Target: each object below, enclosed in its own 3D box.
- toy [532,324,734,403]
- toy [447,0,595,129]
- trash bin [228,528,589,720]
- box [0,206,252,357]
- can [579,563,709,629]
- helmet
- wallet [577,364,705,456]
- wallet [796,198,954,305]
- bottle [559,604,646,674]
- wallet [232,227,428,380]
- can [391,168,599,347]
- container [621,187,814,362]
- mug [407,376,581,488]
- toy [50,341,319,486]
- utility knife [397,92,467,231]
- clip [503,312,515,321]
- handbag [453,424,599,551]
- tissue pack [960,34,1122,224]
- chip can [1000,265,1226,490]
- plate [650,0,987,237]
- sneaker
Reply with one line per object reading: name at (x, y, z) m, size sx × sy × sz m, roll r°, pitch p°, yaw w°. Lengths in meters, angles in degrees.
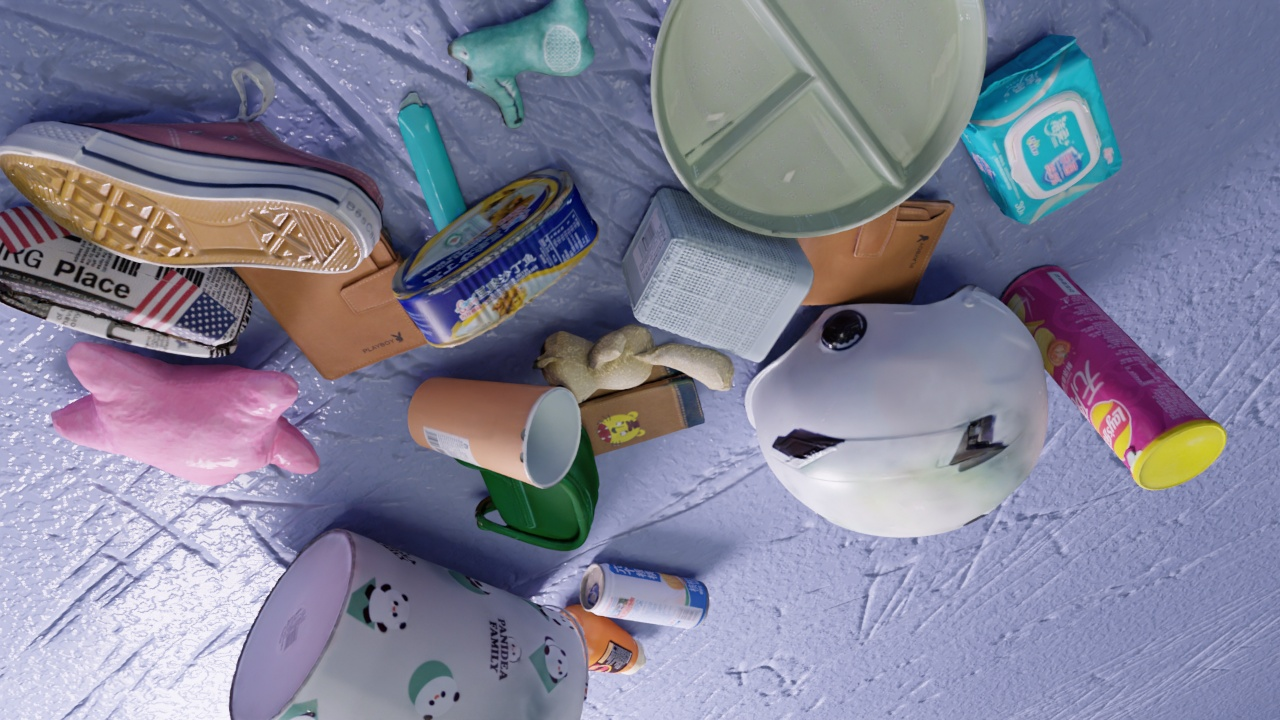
toy at (-0.004, 0.004, 0.727) m, size 0.157 × 0.105 × 0.066 m, roll 2°, pitch 94°, yaw 10°
toy at (-0.074, -0.193, 0.586) m, size 0.092 × 0.030 × 0.096 m, roll -12°, pitch 140°, yaw 2°
trash bin at (-0.215, 0.290, 0.853) m, size 0.230 × 0.229 × 0.252 m, roll -41°, pitch 122°, yaw 20°
box at (-0.344, -0.053, 0.610) m, size 0.163 × 0.075 × 0.082 m, roll 22°, pitch 110°, yaw -28°
can at (0.005, 0.252, 0.980) m, size 0.134 × 0.053 × 0.053 m, roll 17°, pitch 124°, yaw -28°
helmet at (0.224, 0.070, 0.788) m, size 0.259 × 0.145 × 0.229 m, roll -14°, pitch 136°, yaw 14°
wallet at (-0.007, 0.039, 0.806) m, size 0.115 × 0.033 × 0.090 m, roll -17°, pitch 134°, yaw 4°
wallet at (0.176, -0.094, 0.741) m, size 0.130 × 0.035 × 0.119 m, roll -1°, pitch 136°, yaw -15°
bottle at (-0.040, 0.321, 1.028) m, size 0.067 × 0.066 × 0.149 m, roll -35°, pitch 137°, yaw 15°
wallet at (-0.218, -0.049, 0.672) m, size 0.108 × 0.031 × 0.132 m, roll -19°, pitch 134°, yaw 4°
can at (-0.100, -0.073, 0.640) m, size 0.148 × 0.074 × 0.049 m, roll -37°, pitch 131°, yaw -10°
container at (0.053, -0.066, 0.691) m, size 0.111 × 0.089 × 0.090 m, roll 14°, pitch 125°, yaw -23°
mug at (-0.119, 0.051, 0.725) m, size 0.123 × 0.078 × 0.078 m, roll 8°, pitch 139°, yaw 27°
toy at (-0.345, 0.050, 0.695) m, size 0.194 × 0.074 × 0.179 m, roll 8°, pitch 143°, yaw -7°
utility knife at (-0.137, -0.115, 0.648) m, size 0.029 × 0.013 × 0.158 m, roll -17°, pitch 130°, yaw -4°
clip at (-0.125, -0.036, 0.717) m, size 0.058 × 0.038 × 0.026 m, roll -18°, pitch 131°, yaw 3°
handbag at (-0.098, 0.107, 0.804) m, size 0.120 × 0.067 × 0.131 m, roll 0°, pitch 138°, yaw 10°
tissue pack at (0.298, -0.172, 0.690) m, size 0.093 × 0.050 × 0.133 m, roll -34°, pitch 130°, yaw 16°
chip can at (0.382, 0.008, 0.762) m, size 0.071 × 0.210 × 0.071 m, roll -8°, pitch 131°, yaw -9°
plate at (0.119, -0.192, 0.617) m, size 0.230 × 0.027 × 0.231 m, roll -5°, pitch 122°, yaw -8°
sneaker at (-0.265, -0.115, 0.563) m, size 0.241 × 0.087 × 0.118 m, roll 8°, pitch 144°, yaw 9°
